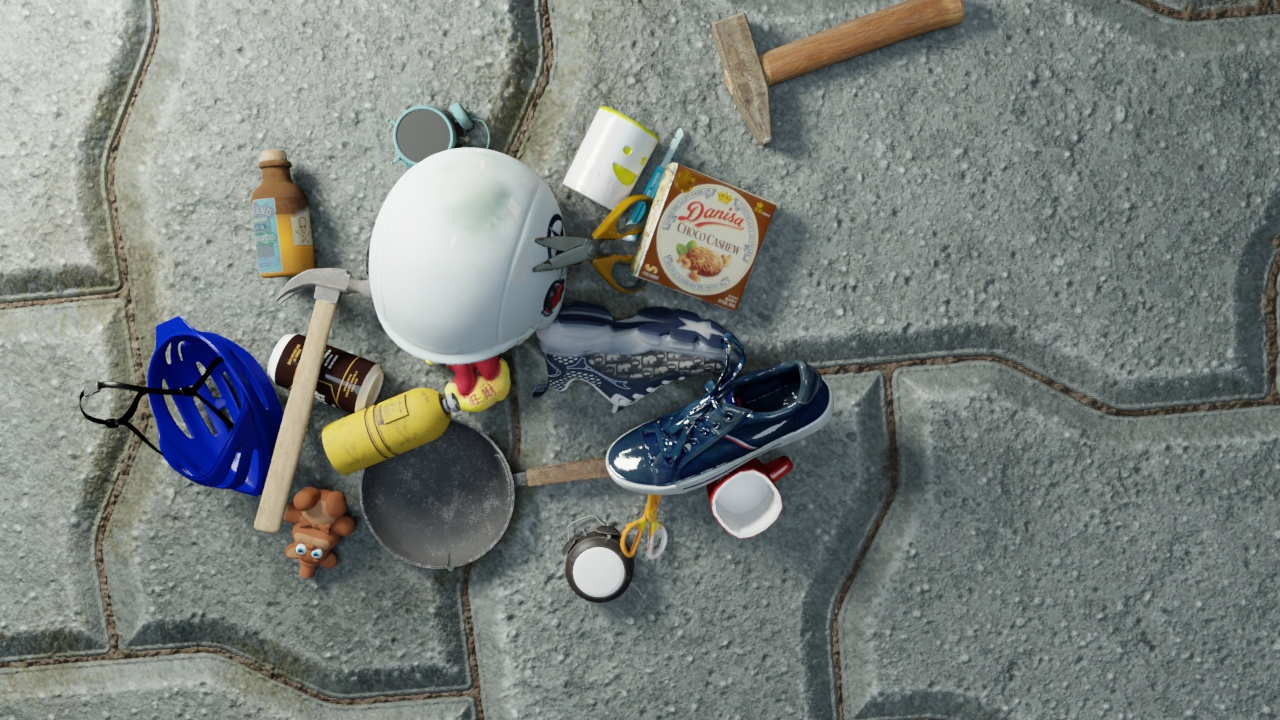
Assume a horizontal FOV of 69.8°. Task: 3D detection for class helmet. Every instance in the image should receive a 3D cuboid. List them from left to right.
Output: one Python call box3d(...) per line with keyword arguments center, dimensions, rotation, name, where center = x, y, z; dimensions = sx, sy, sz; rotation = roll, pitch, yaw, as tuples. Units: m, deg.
box3d(center=(-0.546, 0.068, 1.106), dimensions=(0.148, 0.227, 0.241), rotation=(-19, 92, 20), name="helmet")
box3d(center=(-0.201, -0.137, 1.060), dimensions=(0.236, 0.164, 0.263), rotation=(14, 56, 6), name="helmet")

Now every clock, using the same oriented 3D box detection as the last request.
box3d(center=(-0.251, -0.277, 1.148), dimensions=(0.124, 0.053, 0.090), rotation=(-4, 97, -1), name="clock")
box3d(center=(-0.056, 0.268, 1.208), dimensions=(0.091, 0.043, 0.123), rotation=(-24, 95, 4), name="clock")

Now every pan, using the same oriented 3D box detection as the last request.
box3d(center=(-0.188, 0.159, 1.203), dimensions=(0.357, 0.040, 0.207), rotation=(-8, 96, 1), name="pan")

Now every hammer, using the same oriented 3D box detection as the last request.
box3d(center=(-0.413, 0.045, 1.124), dimensions=(0.119, 0.031, 0.331), rotation=(12, 84, -1), name="hammer")
box3d(center=(0.254, -0.385, 1.132), dimensions=(0.301, 0.037, 0.158), rotation=(-18, 96, 4), name="hammer")

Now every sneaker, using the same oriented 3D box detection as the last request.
box3d(center=(-0.007, 0.007, 1.164), dimensions=(0.269, 0.103, 0.132), rotation=(6, 111, 1), name="sneaker")
box3d(center=(0.079, 0.066, 1.105), dimensions=(0.295, 0.127, 0.120), rotation=(-23, 55, 14), name="sneaker")

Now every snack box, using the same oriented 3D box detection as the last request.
box3d(center=(0.077, -0.152, 1.138), dimensions=(0.143, 0.041, 0.147), rotation=(18, 96, -21), name="snack box")

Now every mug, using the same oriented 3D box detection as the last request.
box3d(center=(-0.037, -0.246, 1.132), dimensions=(0.082, 0.082, 0.106), rotation=(28, 97, -2), name="mug")
box3d(center=(0.143, 0.161, 1.165), dimensions=(0.116, 0.096, 0.080), rotation=(-38, 94, 5), name="mug")

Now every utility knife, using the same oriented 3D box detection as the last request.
box3d(center=(0.016, -0.223, 1.168), dimensions=(0.022, 0.015, 0.158), rotation=(27, 95, 21), name="utility knife")

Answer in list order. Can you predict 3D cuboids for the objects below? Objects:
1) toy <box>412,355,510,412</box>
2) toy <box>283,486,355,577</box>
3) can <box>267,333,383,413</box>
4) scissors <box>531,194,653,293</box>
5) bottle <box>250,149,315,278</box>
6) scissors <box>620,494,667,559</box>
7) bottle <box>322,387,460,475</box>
box3d(center=(-0.224, 0.002, 1.175), dimensions=(0.137, 0.067, 0.105), rotation=(44, 98, -11), name="toy")
box3d(center=(-0.428, 0.227, 1.204), dimensions=(0.095, 0.065, 0.128), rotation=(16, 102, -7), name="toy")
box3d(center=(-0.401, 0.018, 1.174), dimensions=(0.128, 0.072, 0.072), rotation=(21, 96, -1), name="can")
box3d(center=(-0.050, -0.122, 1.097), dimensions=(0.016, 0.224, 0.166), rotation=(18, 124, 34), name="scissors")
box3d(center=(-0.453, -0.184, 1.155), dimensions=(0.068, 0.068, 0.157), rotation=(-4, 96, 2), name="bottle")
box3d(center=(0.022, 0.201, 1.208), dimensions=(0.083, 0.012, 0.133), rotation=(31, 78, -35), name="scissors")
box3d(center=(-0.305, 0.082, 1.144), dimensions=(0.164, 0.071, 0.071), rotation=(-22, 95, 4), name="bottle")
